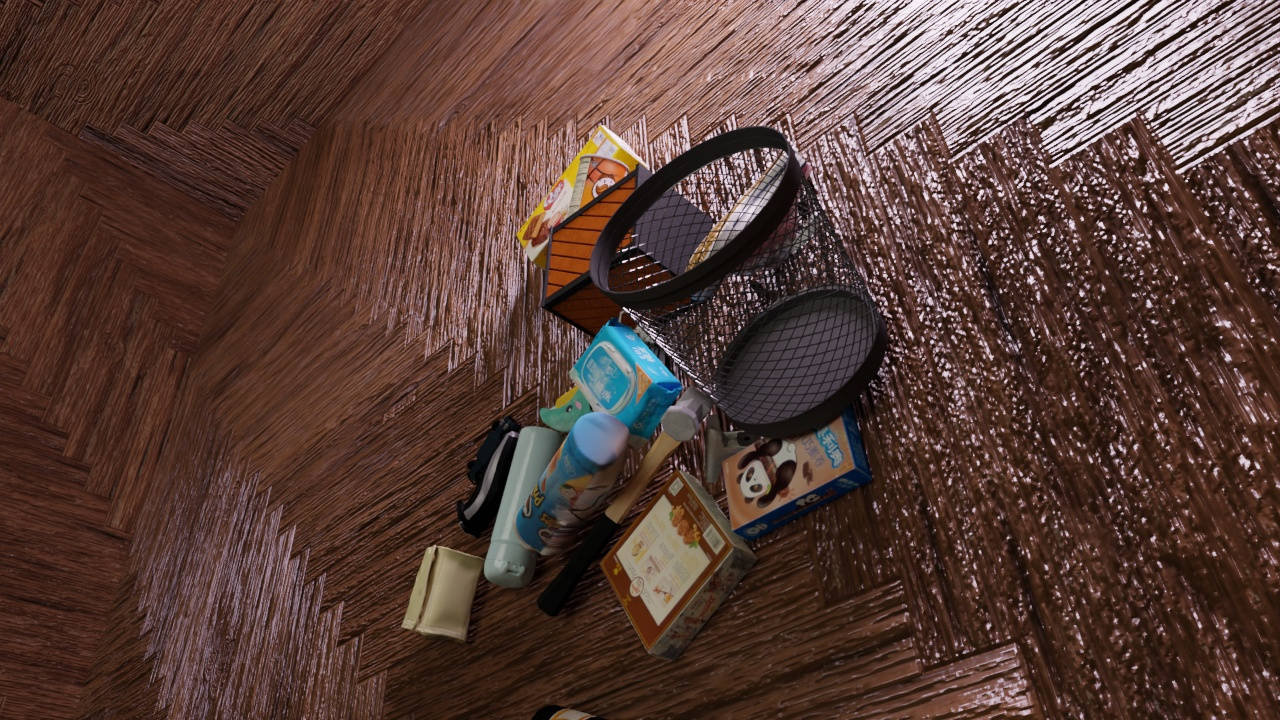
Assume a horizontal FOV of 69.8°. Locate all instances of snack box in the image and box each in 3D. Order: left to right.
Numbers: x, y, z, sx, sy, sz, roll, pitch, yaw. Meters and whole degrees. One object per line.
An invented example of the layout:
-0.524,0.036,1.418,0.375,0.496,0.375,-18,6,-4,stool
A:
-0.097,-0.254,1.466,0.230,0.061,0.110,-50,36,13,snack box
0.036,0.215,0.978,0.147,0.041,0.143,-53,35,9,snack box
0.152,0.110,0.917,0.152,0.034,0.087,-34,41,30,snack box

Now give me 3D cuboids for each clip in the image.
0.096,0.101,0.978,0.058,0.102,0.049,5,51,6,clip

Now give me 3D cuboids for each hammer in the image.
-0.021,0.165,1.049,0.329,0.039,0.131,-55,-5,18,hammer

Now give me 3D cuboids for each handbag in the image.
-0.273,0.320,1.251,0.111,0.081,0.119,-23,50,57,handbag

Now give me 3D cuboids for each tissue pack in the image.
-0.022,0.025,1.071,0.144,0.061,0.093,50,117,35,tissue pack

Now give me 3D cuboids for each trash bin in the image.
-0.016,-0.130,1.206,0.172,0.139,0.139,-28,45,37,trash bin
0.105,-0.068,0.899,0.218,0.227,0.217,-29,33,21,trash bin

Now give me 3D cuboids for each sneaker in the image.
0.139,-0.146,1.077,0.240,0.088,0.118,-51,7,-23,sneaker

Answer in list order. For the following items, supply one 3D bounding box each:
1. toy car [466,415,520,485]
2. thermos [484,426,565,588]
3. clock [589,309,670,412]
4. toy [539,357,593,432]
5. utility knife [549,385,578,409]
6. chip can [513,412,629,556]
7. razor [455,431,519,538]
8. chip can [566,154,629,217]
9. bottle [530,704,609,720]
-0.216,0.134,1.354,0.112,0.034,0.046,-57,35,2,toy car
-0.151,0.193,1.205,0.078,0.065,0.206,141,145,-61,thermos
-0.007,0.007,1.155,0.115,0.065,0.154,0,82,48,clock
-0.084,0.053,1.225,0.105,0.033,0.085,-50,52,-2,toy
-0.078,0.038,1.268,0.179,0.017,0.030,-32,38,28,utility knife
-0.080,0.150,1.071,0.230,0.079,0.079,124,153,-48,chip can
-0.209,0.174,1.304,0.060,0.057,0.156,27,78,27,razor
-0.076,-0.186,1.343,0.075,0.075,0.215,5,81,52,chip can
-0.041,0.393,0.928,0.182,0.059,0.059,-9,58,48,bottle
